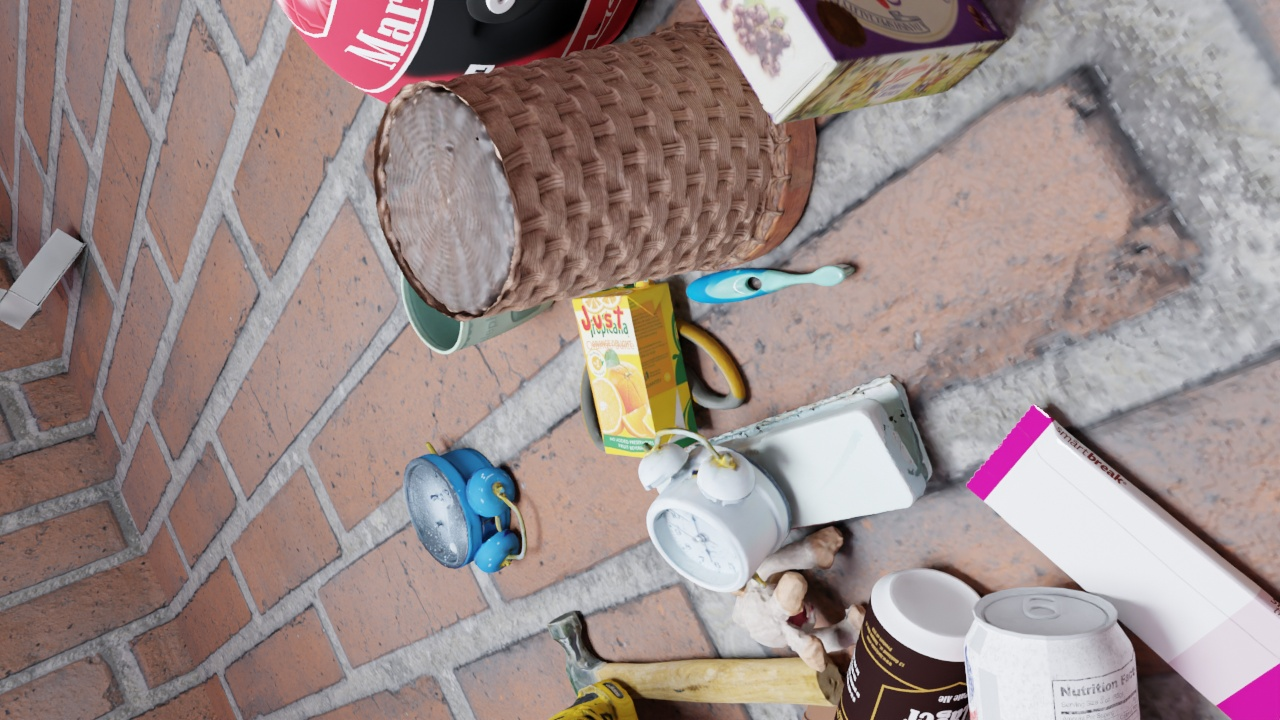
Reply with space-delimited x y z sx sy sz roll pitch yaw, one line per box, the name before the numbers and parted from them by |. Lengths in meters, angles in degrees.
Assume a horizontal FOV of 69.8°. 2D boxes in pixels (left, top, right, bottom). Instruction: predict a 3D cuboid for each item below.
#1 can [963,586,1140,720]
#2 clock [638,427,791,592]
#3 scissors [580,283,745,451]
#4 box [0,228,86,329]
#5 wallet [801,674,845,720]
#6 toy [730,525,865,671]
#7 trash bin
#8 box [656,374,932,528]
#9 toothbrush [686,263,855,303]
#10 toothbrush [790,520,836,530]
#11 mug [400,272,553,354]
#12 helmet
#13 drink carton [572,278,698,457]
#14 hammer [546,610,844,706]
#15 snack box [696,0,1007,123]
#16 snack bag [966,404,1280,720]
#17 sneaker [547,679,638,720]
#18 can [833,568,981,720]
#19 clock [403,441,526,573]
can | 0.208 0.191 0.462 0.078 0.078 0.136 -1 97 48
clock | 0.043 0.088 0.571 0.083 0.056 0.118 2 124 43
scissors | -0.004 -0.022 0.682 0.226 0.016 0.225 20 120 41
box | -1.245 -0.120 1.692 0.167 0.411 0.149 -20 95 43
wallet | 0.149 0.282 0.645 0.087 0.013 0.121 30 127 36
toy | 0.102 0.167 0.617 0.085 0.074 0.106 53 146 -6
trash bin | -0.022 -0.108 0.515 0.151 0.209 0.151 21 121 40
box | 0.091 0.075 0.593 0.199 0.070 0.085 -26 67 48
toothbrush | 0.078 -0.049 0.582 0.135 0.017 0.022 -2 105 51
toothbrush | 0.082 0.124 0.650 0.185 0.015 0.015 -30 94 48
mug | -0.121 -0.071 0.721 0.084 0.103 0.111 34 130 34
helmet | -0.108 -0.272 0.532 0.197 0.224 0.272 50 138 21
drink carton | -0.004 0.004 0.646 0.058 0.041 0.122 1 106 47
hammer | 0.035 0.260 0.740 0.331 0.033 0.132 -26 86 52
snack box | 0.080 -0.184 0.418 0.041 0.147 0.143 -41 76 48
snack bag | 0.255 0.109 0.452 0.196 0.016 0.070 45 135 25
sneaker | -0.047 0.309 0.717 0.086 0.122 0.239 57 159 15
can | 0.161 0.191 0.548 0.072 0.071 0.129 31 127 36
clock | -0.170 0.149 0.905 0.162 0.060 0.117 21 120 40
